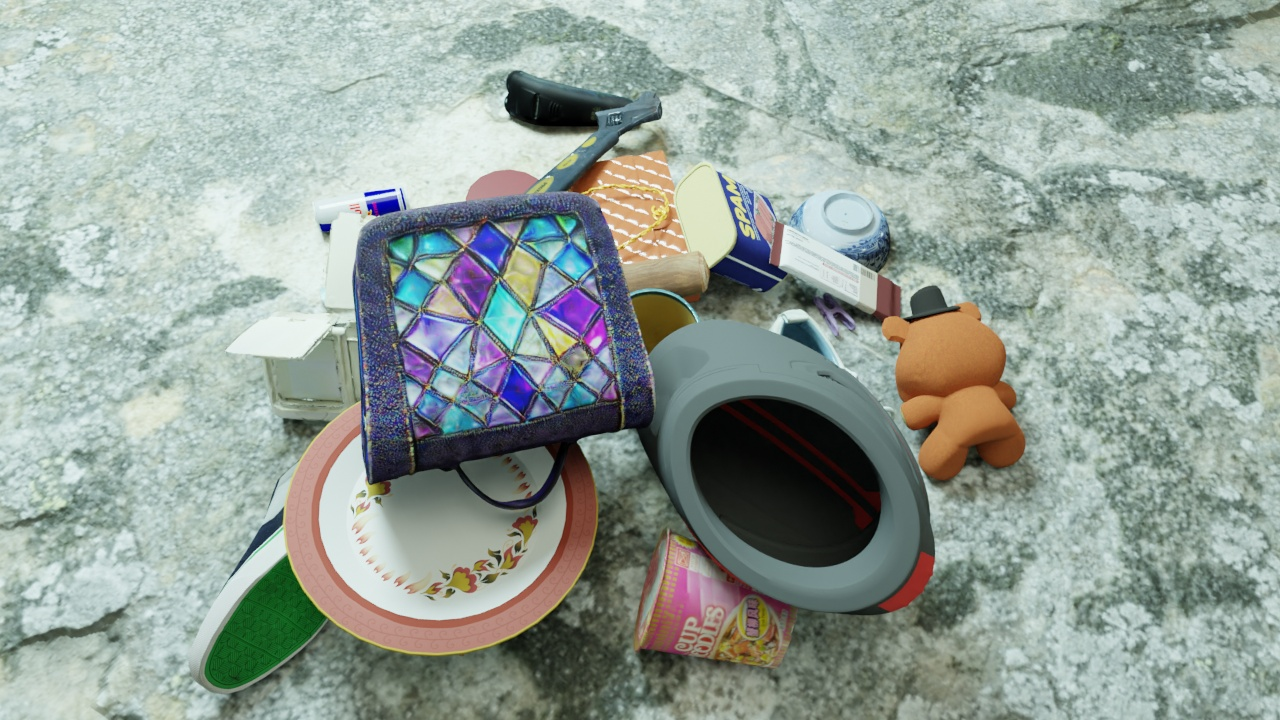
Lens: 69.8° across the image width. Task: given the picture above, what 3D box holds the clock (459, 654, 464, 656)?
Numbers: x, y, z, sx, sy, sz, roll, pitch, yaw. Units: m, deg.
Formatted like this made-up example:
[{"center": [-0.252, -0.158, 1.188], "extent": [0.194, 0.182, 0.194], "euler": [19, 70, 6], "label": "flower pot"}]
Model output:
[{"center": [-0.132, 0.146, 0.732], "extent": [0.121, 0.073, 0.157], "euler": [30, 55, 12], "label": "clock"}]

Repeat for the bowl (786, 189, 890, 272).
[{"center": [0.212, -0.141, 0.960], "extent": [0.114, 0.045, 0.114], "euler": [2, 56, -3], "label": "bowl"}]

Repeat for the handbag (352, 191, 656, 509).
[{"center": [-0.109, 0.000, 0.677], "extent": [0.204, 0.126, 0.222], "euler": [-10, 92, -18], "label": "handbag"}]

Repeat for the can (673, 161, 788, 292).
[{"center": [0.093, -0.130, 0.915], "extent": [0.092, 0.057, 0.116], "euler": [18, 46, -40], "label": "can"}]

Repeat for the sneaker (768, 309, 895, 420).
[{"center": [0.167, 0.060, 0.799], "extent": [0.089, 0.091, 0.242], "euler": [-14, 59, -14], "label": "sneaker"}]

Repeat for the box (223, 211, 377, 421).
[{"center": [-0.254, -0.017, 0.744], "extent": [0.143, 0.193, 0.106], "euler": [1, 27, 2], "label": "box"}]

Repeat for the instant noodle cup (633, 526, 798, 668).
[{"center": [0.059, 0.190, 0.709], "extent": [0.108, 0.098, 0.097], "euler": [16, 57, -2], "label": "instant noodle cup"}]

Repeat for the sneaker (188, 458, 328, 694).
[{"center": [-0.276, 0.146, 0.728], "extent": [0.079, 0.084, 0.234], "euler": [10, 56, 33], "label": "sneaker"}]

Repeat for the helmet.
[{"center": [0.107, 0.074, 0.696], "extent": [0.265, 0.169, 0.164], "euler": [38, 101, 18], "label": "helmet"}]

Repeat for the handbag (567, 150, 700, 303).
[{"center": [-0.011, -0.136, 0.937], "extent": [0.109, 0.060, 0.171], "euler": [-10, 58, -6], "label": "handbag"}]

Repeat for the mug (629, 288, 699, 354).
[{"center": [-0.005, 0.005, 0.815], "extent": [0.112, 0.104, 0.084], "euler": [-17, 60, -12], "label": "mug"}]

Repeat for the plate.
[{"center": [-0.147, 0.112, 0.694], "extent": [0.229, 0.021, 0.229], "euler": [5, 53, -7], "label": "plate"}]

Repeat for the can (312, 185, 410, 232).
[{"center": [-0.287, -0.157, 0.946], "extent": [0.095, 0.032, 0.032], "euler": [-14, 59, -12], "label": "can"}]

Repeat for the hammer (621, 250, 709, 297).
[{"center": [-0.085, -0.065, 0.856], "extent": [0.301, 0.037, 0.157], "euler": [-8, 56, 7], "label": "hammer"}]

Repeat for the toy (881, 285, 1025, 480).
[{"center": [0.285, 0.016, 0.835], "extent": [0.112, 0.096, 0.176], "euler": [-9, 86, -10], "label": "toy"}]

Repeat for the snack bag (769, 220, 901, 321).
[{"center": [0.195, -0.084, 0.909], "extent": [0.158, 0.013, 0.056], "euler": [24, 54, -18], "label": "snack bag"}]

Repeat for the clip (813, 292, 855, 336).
[{"center": [0.192, -0.046, 0.917], "extent": [0.035, 0.013, 0.052], "euler": [-22, 58, -18], "label": "clip"}]

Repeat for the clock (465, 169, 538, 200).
[{"center": [-0.129, -0.146, 0.942], "extent": [0.124, 0.044, 0.087], "euler": [40, 63, 21], "label": "clock"}]

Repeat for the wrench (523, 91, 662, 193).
[{"center": [-0.056, -0.213, 0.956], "extent": [0.073, 0.022, 0.272], "euler": [11, 45, 31], "label": "wrench"}]

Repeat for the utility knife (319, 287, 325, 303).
[{"center": [-0.242, -0.090, 0.879], "extent": [0.152, 0.015, 0.022], "euler": [-25, 49, 11], "label": "utility knife"}]

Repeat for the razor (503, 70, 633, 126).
[{"center": [-0.079, -0.296, 1.047], "extent": [0.151, 0.054, 0.067], "euler": [4, 37, -8], "label": "razor"}]
